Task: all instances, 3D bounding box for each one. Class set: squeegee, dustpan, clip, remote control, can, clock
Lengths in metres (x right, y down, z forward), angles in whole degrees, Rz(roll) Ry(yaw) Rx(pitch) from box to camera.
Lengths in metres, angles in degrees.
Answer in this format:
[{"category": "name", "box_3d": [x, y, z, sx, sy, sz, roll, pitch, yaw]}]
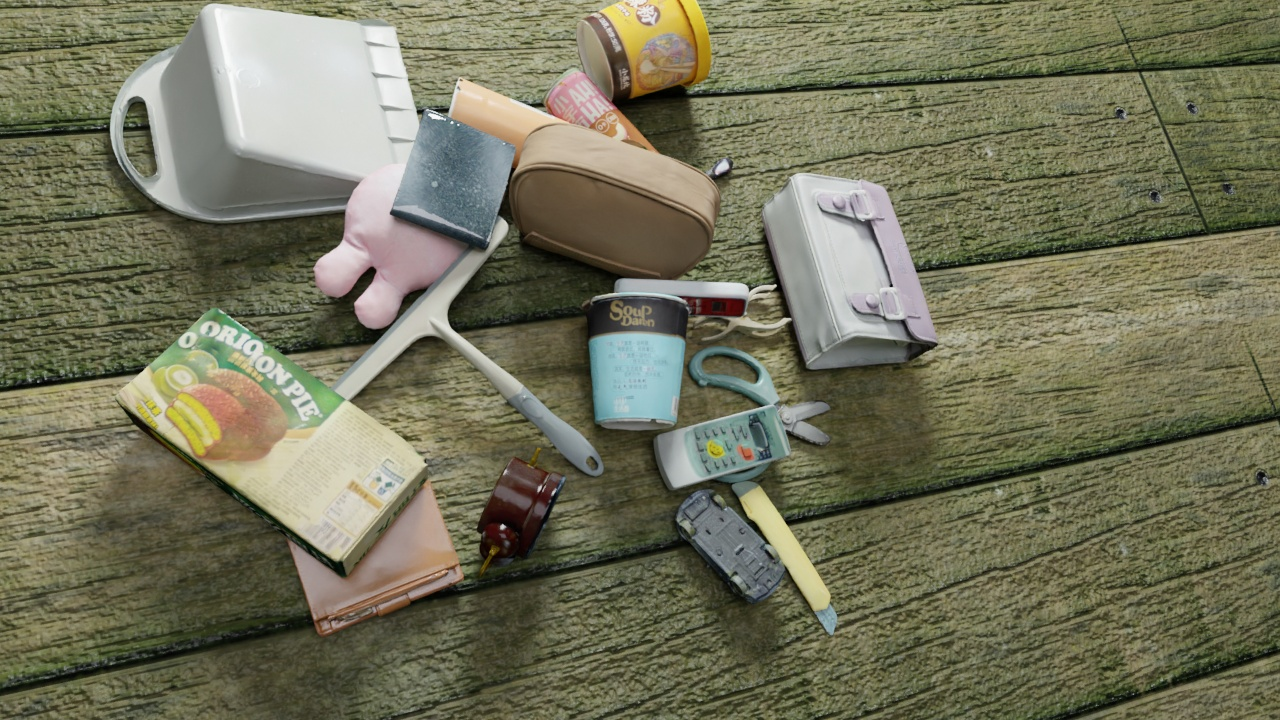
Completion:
[{"category": "squeegee", "box_3d": [-0.127, 0.026, 0.871, 0.246, 0.039, 0.246, 43, 77, -4]}, {"category": "dustpan", "box_3d": [-0.373, -0.238, 0.924, 0.257, 0.143, 0.222, -1, 69, -46]}, {"category": "clip", "box_3d": [0.106, -0.056, 0.976, 0.104, 0.035, 0.089, 2, 75, -6]}, {"category": "remote control", "box_3d": [0.081, 0.085, 0.907, 0.135, 0.019, 0.056, -13, 77, -18]}, {"category": "can", "box_3d": [-0.037, -0.242, 0.987, 0.057, 0.058, 0.147, -40, 85, -23]}, {"category": "clock", "box_3d": [-0.112, 0.142, 0.823, 0.055, 0.082, 0.121, 26, 66, 0]}, {"category": "remote control", "box_3d": [0.041, -0.062, 0.931, 0.136, 0.056, 0.020, 3, 70, 2]}]

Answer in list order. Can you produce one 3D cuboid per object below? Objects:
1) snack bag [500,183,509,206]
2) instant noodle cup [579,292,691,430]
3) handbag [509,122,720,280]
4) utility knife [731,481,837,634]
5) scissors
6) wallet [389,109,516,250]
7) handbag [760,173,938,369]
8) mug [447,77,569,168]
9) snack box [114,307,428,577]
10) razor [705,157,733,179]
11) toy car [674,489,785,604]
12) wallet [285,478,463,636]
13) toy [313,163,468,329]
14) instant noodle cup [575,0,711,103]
[{"category": "snack bag", "box_3d": [-0.185, -0.185, 0.942, 0.105, 0.026, 0.045, 17, 53, -11]}, {"category": "instant noodle cup", "box_3d": [-0.005, 0.005, 0.891, 0.111, 0.111, 0.120, 4, 79, -14]}, {"category": "handbag", "box_3d": [-0.027, -0.155, 0.913, 0.204, 0.148, 0.099, 19, 55, -8]}, {"category": "utility knife", "box_3d": [0.147, 0.192, 0.908, 0.031, 0.019, 0.175, -31, 81, -18]}, {"category": "scissors", "box_3d": [0.114, 0.071, 0.942, 0.174, 0.019, 0.176, 28, 66, -5]}, {"category": "wallet", "box_3d": [-0.178, -0.175, 0.883, 0.097, 0.019, 0.120, 20, 68, -21]}, {"category": "handbag", "box_3d": [0.228, -0.096, 0.983, 0.144, 0.099, 0.196, -1, 67, -30]}, {"category": "mug", "box_3d": [-0.138, -0.236, 0.951, 0.122, 0.078, 0.078, 14, 68, -14]}, {"category": "snack box", "box_3d": [-0.311, 0.069, 0.787, 0.240, 0.063, 0.114, 33, 62, 6]}, {"category": "razor", "box_3d": [0.054, -0.187, 1.012, 0.142, 0.022, 0.042, -38, 86, -23]}, {"category": "toy car", "box_3d": [0.085, 0.179, 0.887, 0.054, 0.037, 0.120, -38, 74, -22]}, {"category": "wallet", "box_3d": [-0.234, 0.169, 0.809, 0.131, 0.031, 0.107, -20, 74, -20]}, {"category": "toy", "box_3d": [-0.239, -0.111, 0.885, 0.121, 0.054, 0.159, 44, 70, -19]}, {"category": "instant noodle cup", "box_3d": [-0.001, -0.345, 1.006, 0.114, 0.119, 0.118, -24, 79, -13]}]
